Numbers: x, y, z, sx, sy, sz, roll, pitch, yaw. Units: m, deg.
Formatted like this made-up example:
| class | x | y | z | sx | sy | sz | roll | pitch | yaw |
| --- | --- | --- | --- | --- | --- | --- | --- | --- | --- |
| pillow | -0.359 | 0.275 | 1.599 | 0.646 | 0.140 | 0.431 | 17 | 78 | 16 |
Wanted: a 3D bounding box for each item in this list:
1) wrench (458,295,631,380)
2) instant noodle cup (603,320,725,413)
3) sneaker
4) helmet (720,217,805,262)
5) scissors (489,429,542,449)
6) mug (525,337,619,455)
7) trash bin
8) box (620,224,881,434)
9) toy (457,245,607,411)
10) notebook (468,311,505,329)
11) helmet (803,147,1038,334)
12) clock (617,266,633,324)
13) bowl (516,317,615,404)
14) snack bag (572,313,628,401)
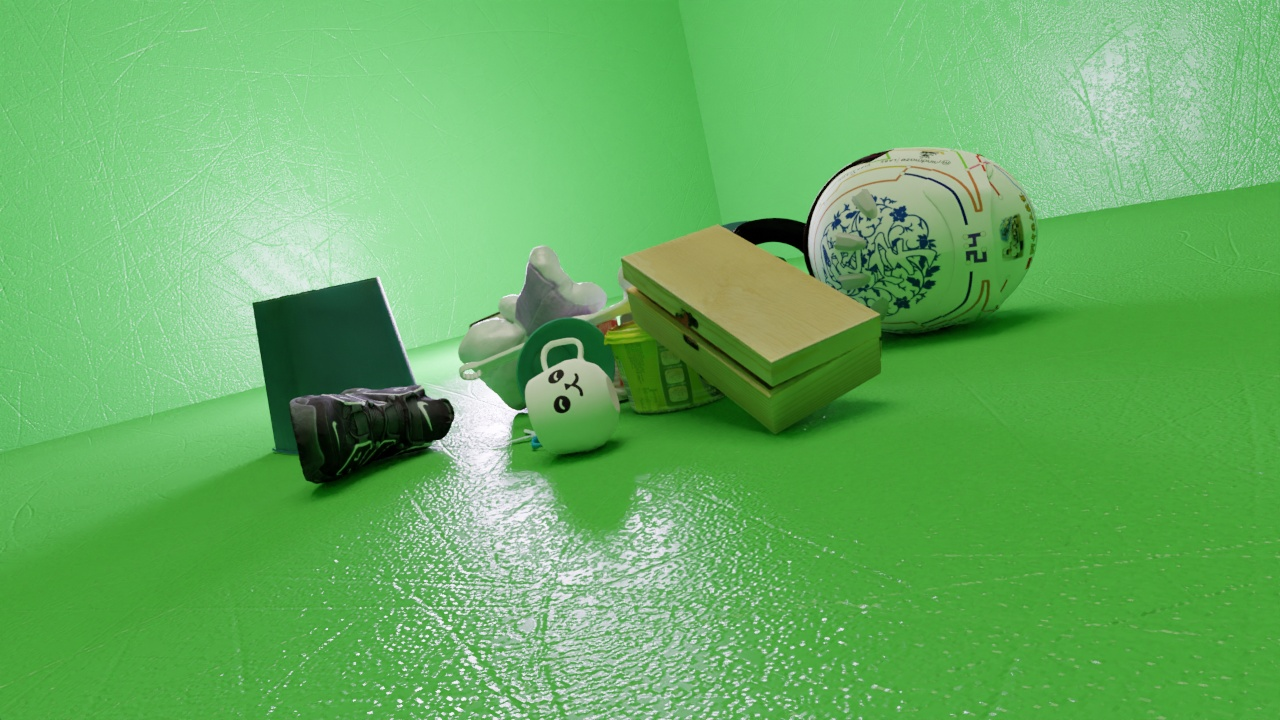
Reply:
| class | x | y | z | sx | sy | sz | roll | pitch | yaw |
| --- | --- | --- | --- | --- | --- | --- | --- | --- | --- |
| wrench | -0.094 | -0.031 | 1.078 | 0.274 | 0.009 | 0.047 | -22 | -30 | 13 |
| instant noodle cup | 0.039 | -0.001 | 1.035 | 0.146 | 0.098 | 0.146 | -12 | 8 | 2 |
| sneaker | -0.290 | 0.074 | 1.040 | 0.151 | 0.097 | 0.252 | -10 | 2 | 1 |
| helmet | 0.175 | -0.120 | 1.429 | 0.274 | 0.176 | 0.201 | -7 | -13 | -30 |
| scissors | -0.098 | 0.078 | 1.000 | 0.126 | 0.014 | 0.128 | -20 | 6 | -26 |
| mug | -0.065 | 0.030 | 0.891 | 0.076 | 0.123 | 0.090 | -19 | -30 | 9 |
| trash bin | -0.442 | 0.003 | 1.327 | 0.196 | 0.218 | 0.200 | -19 | 11 | -42 |
| box | 0.098 | -0.046 | 0.875 | 0.128 | 0.092 | 0.249 | -30 | 39 | -16 |
| toy | -0.142 | -0.033 | 1.184 | 0.210 | 0.137 | 0.085 | -51 | 2 | 22 |
| notebook | -0.120 | -0.016 | 1.324 | 0.216 | 0.190 | 0.034 | -19 | 43 | 43 |
| helmet | 0.326 | -0.148 | 1.153 | 0.315 | 0.231 | 0.235 | 0 | 17 | 40 |
| clock | 0.029 | -0.078 | 1.113 | 0.120 | 0.061 | 0.159 | 3 | -33 | -5 |
| bowl | -0.094 | 0.008 | 1.062 | 0.121 | 0.121 | 0.046 | -15 | 15 | -24 |
| snack bag | -0.057 | -0.001 | 1.124 | 0.077 | 0.116 | 0.036 | -13 | 2 | -15 |
